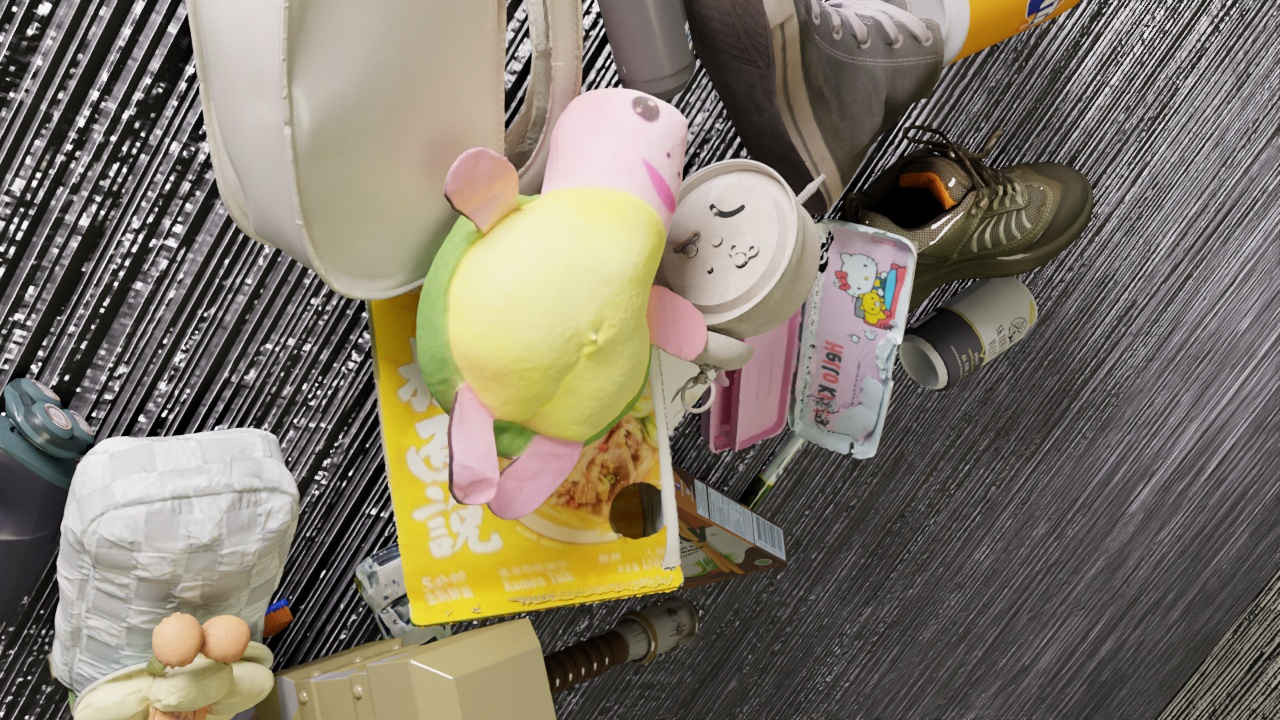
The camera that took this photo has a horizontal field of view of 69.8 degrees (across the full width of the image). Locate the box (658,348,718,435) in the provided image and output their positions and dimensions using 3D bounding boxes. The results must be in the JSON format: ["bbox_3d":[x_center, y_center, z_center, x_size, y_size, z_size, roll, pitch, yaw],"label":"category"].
[{"bbox_3d":[0.001,0.008,0.619,0.102,0.076,0.107,31,100,-43],"label":"box"}]

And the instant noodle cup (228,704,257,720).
[{"bbox_3d":[-0.240,0.264,0.607,0.097,0.098,0.108,-44,127,-4],"label":"instant noodle cup"}]

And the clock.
[{"bbox_3d":[0.055,-0.043,0.558,0.061,0.103,0.156,25,78,-51],"label":"clock"}]

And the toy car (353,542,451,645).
[{"bbox_3d":[-0.163,0.173,0.639,0.048,0.033,0.106,-25,129,-19],"label":"toy car"}]

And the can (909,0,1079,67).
[{"bbox_3d":[0.234,-0.253,0.609,0.142,0.079,0.079,-27,131,-19],"label":"can"}]

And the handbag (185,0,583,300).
[{"bbox_3d":[-0.108,-0.143,0.442,0.199,0.093,0.201,-28,135,-46],"label":"handbag"}]

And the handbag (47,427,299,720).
[{"bbox_3d":[-0.241,0.122,0.480,0.112,0.123,0.172,0,130,-35],"label":"handbag"}]

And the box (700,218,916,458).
[{"bbox_3d":[0.115,-0.015,0.682,0.150,0.073,0.202,0,128,-1],"label":"box"}]

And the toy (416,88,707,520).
[{"bbox_3d":[-0.040,-0.036,0.469,0.190,0.088,0.238,29,75,-41],"label":"toy"}]

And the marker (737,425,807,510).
[{"bbox_3d":[0.132,0.075,0.799,0.017,0.017,0.146,31,98,-44],"label":"marker"}]

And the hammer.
[{"bbox_3d":[-0.063,0.214,0.621,0.324,0.191,0.100,-2,76,-52],"label":"hammer"}]

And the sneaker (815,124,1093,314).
[{"bbox_3d":[0.235,-0.130,0.680,0.237,0.101,0.143,-23,137,-15],"label":"sneaker"}]

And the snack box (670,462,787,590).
[{"bbox_3d":[0.023,0.130,0.707,0.101,0.031,0.186,-22,143,29],"label":"snack box"}]

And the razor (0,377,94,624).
[{"bbox_3d":[-0.314,0.076,0.458,0.052,0.047,0.143,6,118,-51],"label":"razor"}]

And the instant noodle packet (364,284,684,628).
[{"bbox_3d":[-0.069,0.032,0.542,0.163,0.084,0.222,-7,103,-8],"label":"instant noodle packet"}]

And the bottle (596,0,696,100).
[{"bbox_3d":[-0.001,-0.197,0.498,0.047,0.047,0.112,-32,132,-15],"label":"bottle"}]

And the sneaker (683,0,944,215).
[{"bbox_3d":[0.101,-0.204,0.538,0.120,0.095,0.235,-45,132,-6],"label":"sneaker"}]

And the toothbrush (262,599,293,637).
[{"bbox_3d":[-0.295,0.217,0.581,0.182,0.018,0.016,-41,159,-7],"label":"toothbrush"}]

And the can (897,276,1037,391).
[{"bbox_3d":[0.293,-0.029,0.813,0.127,0.064,0.064,-32,133,-15],"label":"can"}]
